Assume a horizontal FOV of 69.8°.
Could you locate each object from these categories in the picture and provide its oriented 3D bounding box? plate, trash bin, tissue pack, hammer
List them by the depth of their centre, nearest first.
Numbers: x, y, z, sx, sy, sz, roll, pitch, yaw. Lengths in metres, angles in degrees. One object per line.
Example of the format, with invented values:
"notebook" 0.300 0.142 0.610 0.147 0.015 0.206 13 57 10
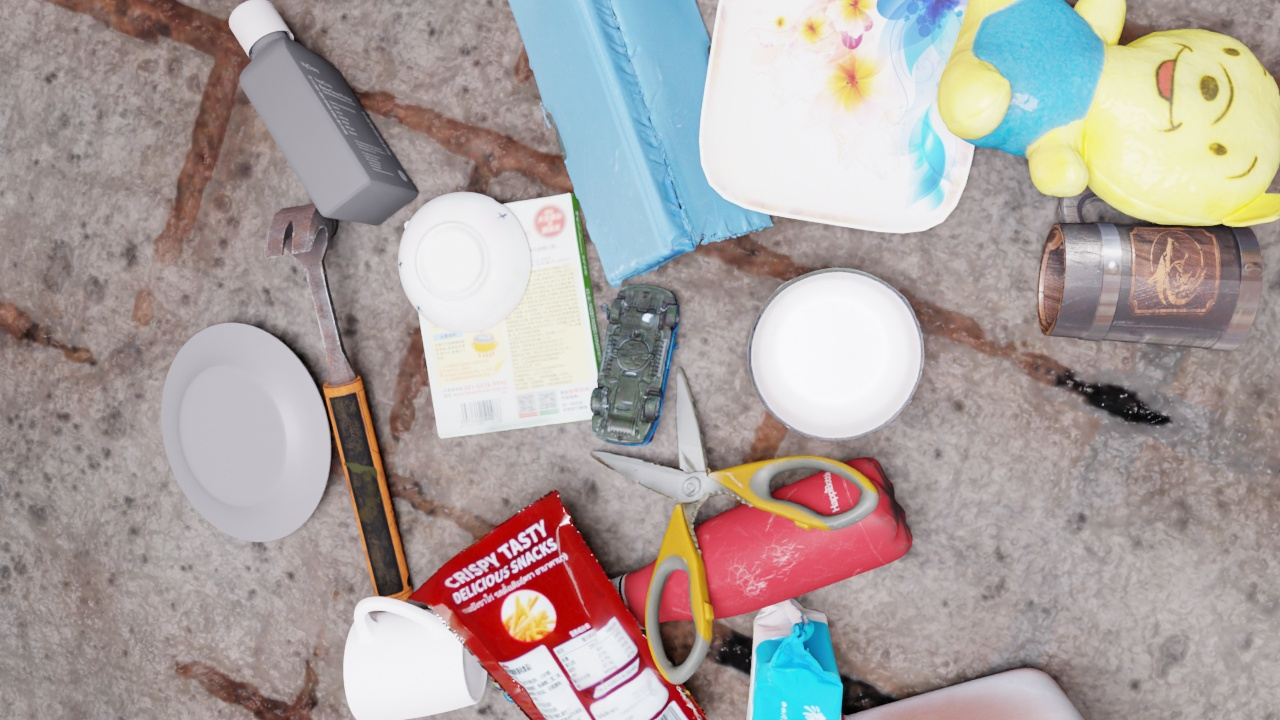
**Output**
"trash bin" 0.230 0.318 0.551 0.157 0.259 0.181 -21 91 8
"plate" 0.137 -0.185 0.622 0.187 0.016 0.187 9 93 -3
"tissue pack" 0.102 0.268 0.639 0.066 0.117 0.209 4 96 6
"plate" -0.133 -0.072 0.669 0.104 0.026 0.104 1 95 12
"hammer" -0.219 0.040 0.686 0.035 0.138 0.314 -11 102 -7
"plate" -0.321 0.059 0.731 0.179 0.012 0.178 3 99 23

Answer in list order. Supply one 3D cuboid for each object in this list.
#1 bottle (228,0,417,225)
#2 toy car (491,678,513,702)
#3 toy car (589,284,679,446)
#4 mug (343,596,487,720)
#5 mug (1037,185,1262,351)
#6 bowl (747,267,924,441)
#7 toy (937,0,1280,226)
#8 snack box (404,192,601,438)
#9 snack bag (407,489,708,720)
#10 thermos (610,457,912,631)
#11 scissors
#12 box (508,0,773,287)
"bottle" -0.243 -0.186 0.679 0.046 0.083 0.174 -34 87 11
"toy car" -0.104 0.209 0.707 0.032 0.048 0.105 -20 90 9
"toy car" -0.004 0.004 0.667 0.056 0.043 0.120 8 79 15
"mug" -0.172 0.218 0.695 0.088 0.080 0.114 -7 124 5
"mug" 0.322 -0.065 0.594 0.107 0.080 0.115 4 67 11
"bowl" 0.133 -0.006 0.632 0.116 0.065 0.116 1 94 10
"toy" 0.290 -0.160 0.568 0.214 0.084 0.148 20 76 2
"snack box" -0.100 -0.032 0.694 0.132 0.027 0.168 -8 93 11
"snack bag" -0.053 0.208 0.648 0.139 0.066 0.208 -34 101 20
"thermos" 0.069 0.144 0.655 0.240 0.073 0.073 -26 90 19
"scissors" 0.055 0.100 0.626 0.230 0.016 0.224 -15 62 26
"box" 0.001 -0.183 0.659 0.112 0.094 0.231 -20 90 -33
